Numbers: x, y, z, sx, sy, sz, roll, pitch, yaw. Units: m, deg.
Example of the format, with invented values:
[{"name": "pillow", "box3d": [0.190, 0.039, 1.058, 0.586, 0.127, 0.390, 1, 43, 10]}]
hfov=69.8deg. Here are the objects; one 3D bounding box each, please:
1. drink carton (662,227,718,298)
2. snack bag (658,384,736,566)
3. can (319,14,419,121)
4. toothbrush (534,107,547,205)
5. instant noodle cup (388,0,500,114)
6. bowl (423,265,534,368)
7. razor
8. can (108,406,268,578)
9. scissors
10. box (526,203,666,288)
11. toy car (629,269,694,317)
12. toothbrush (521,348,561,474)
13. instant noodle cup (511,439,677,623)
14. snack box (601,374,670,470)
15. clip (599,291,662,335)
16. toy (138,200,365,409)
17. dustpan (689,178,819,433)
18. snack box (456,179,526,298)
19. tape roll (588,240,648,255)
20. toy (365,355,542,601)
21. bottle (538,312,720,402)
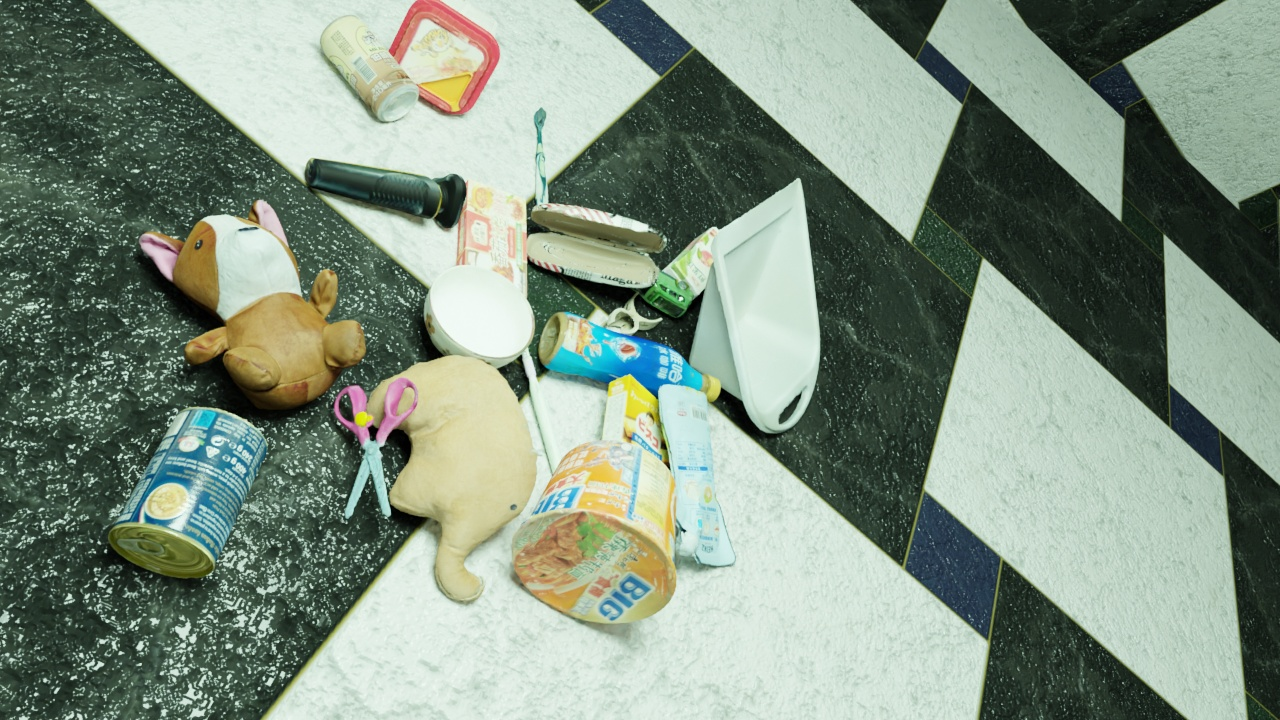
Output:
[{"name": "drink carton", "box3d": [0.074, -0.123, 1.202, 0.053, 0.046, 0.122, 52, 44, -8]}, {"name": "snack bag", "box3d": [0.058, 0.124, 0.987, 0.110, 0.039, 0.190, 29, 50, -61]}, {"name": "can", "box3d": [-0.312, -0.336, 1.057, 0.116, 0.059, 0.058, 50, 44, 5]}, {"name": "toothbrush", "box3d": [-0.125, -0.256, 1.170, 0.016, 0.018, 0.191, 15, 51, -29]}, {"name": "instant noodle cup", "box3d": [-0.233, -0.385, 1.124, 0.116, 0.117, 0.124, 29, 35, -17]}, {"name": "bowl", "box3d": [-0.172, -0.035, 0.939, 0.113, 0.062, 0.113, 21, 47, -25]}, {"name": "razor", "box3d": [-0.274, -0.187, 0.989, 0.167, 0.062, 0.067, 8, 25, -26]}, {"name": "can", "box3d": [-0.341, 0.099, 0.702, 0.075, 0.076, 0.111, 26, 47, -19]}, {"name": "scissors", "box3d": [-0.228, 0.072, 0.804, 0.017, 0.113, 0.134, 41, 24, -63]}, {"name": "box", "box3d": [-0.055, -0.127, 1.080, 0.163, 0.076, 0.087, 11, 80, -7]}, {"name": "toy car", "box3d": [0.022, -0.088, 1.139, 0.091, 0.043, 0.036, 32, 45, -14]}, {"name": "toothbrush", "box3d": [-0.105, 0.048, 0.961, 0.029, 0.020, 0.189, -15, 67, -10]}, {"name": "instant noodle cup", "box3d": [-0.033, 0.153, 0.853, 0.151, 0.152, 0.111, 34, 36, -13]}, {"name": "snack box", "box3d": [-0.004, 0.094, 0.973, 0.087, 0.034, 0.140, 44, 36, -36]}, {"name": "clip", "box3d": [-0.015, -0.045, 1.091, 0.072, 0.035, 0.100, 47, 35, 2]}, {"name": "toy", "box3d": [-0.335, -0.056, 0.797, 0.139, 0.131, 0.199, -19, 62, -38]}, {"name": "dustpan", "box3d": [0.168, -0.050, 1.117, 0.143, 0.258, 0.222, 31, 40, 19]}, {"name": "snack box", "box3d": [-0.168, -0.133, 1.041, 0.075, 0.026, 0.152, 16, 51, -28]}, {"name": "tape roll", "box3d": [-0.029, -0.149, 1.166, 0.085, 0.014, 0.085, 20, 49, -25]}, {"name": "toy", "box3d": [-0.160, 0.099, 0.837, 0.143, 0.083, 0.225, -17, 69, -12]}, {"name": "bottle", "box3d": [-0.006, 0.006, 1.034, 0.218, 0.065, 0.065, 19, 50, -27]}]
